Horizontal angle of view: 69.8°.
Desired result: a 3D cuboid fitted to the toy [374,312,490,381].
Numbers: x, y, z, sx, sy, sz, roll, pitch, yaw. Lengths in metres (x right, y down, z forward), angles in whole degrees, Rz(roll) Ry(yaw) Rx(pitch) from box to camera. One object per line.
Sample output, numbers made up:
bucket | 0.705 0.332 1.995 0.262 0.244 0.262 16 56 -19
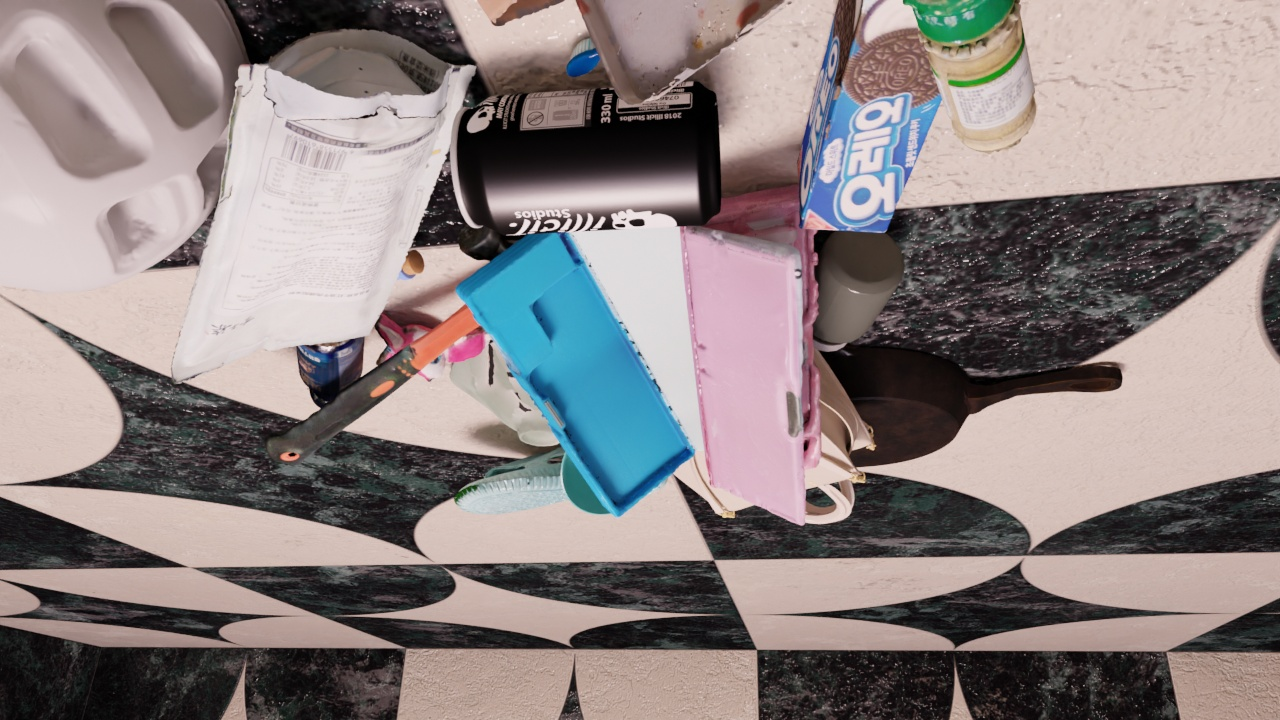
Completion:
toy | -0.184 -0.008 0.807 0.102 0.050 0.066 0 150 -8

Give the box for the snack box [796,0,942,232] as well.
snack box | 0.124 -0.152 0.466 0.059 0.059 0.227 1 154 0

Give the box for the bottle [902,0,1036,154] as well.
bottle | 0.145 -0.132 0.395 0.043 0.042 0.110 -11 152 26

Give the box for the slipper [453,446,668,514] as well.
slipper | -0.085 0.132 1.071 0.275 0.069 0.116 3 158 -39

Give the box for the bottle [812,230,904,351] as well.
bottle | 0.150 -0.049 0.677 0.060 0.060 0.109 4 154 -4

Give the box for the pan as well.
pan | 0.272 0.049 0.891 0.357 0.043 0.249 -7 153 19

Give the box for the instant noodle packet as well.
instant noodle packet | -0.203 -0.081 0.569 0.146 0.057 0.270 -14 156 -40

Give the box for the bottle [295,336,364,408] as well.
bottle | -0.275 -0.001 0.814 0.056 0.056 0.161 9 154 -14

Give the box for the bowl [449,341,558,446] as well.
bowl | -0.096 0.045 0.884 0.174 0.067 0.174 0 155 0

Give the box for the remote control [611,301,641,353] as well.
remote control | -0.009 -0.043 0.747 0.045 0.021 0.140 -9 151 18

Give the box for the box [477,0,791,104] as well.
box | 0.023 -0.191 0.354 0.107 0.095 0.217 -8 168 -46

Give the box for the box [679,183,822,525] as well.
box | 0.086 0.009 0.632 0.099 0.098 0.233 -11 125 -6

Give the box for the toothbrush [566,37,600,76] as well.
toothbrush | 0.010 -0.182 0.466 0.133 0.016 0.021 -22 146 36

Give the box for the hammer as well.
hammer | -0.198 0.006 0.757 0.334 0.033 0.133 -31 143 25

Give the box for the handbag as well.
handbag | 0.115 0.080 0.834 0.195 0.101 0.198 -26 113 44

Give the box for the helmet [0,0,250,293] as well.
helmet | -0.362 -0.148 0.472 0.282 0.183 0.225 30 144 -9

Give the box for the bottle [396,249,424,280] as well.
bottle | -0.220 -0.061 0.694 0.131 0.048 0.048 -11 152 25

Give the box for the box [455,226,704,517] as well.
box | -0.007 -0.004 0.701 0.174 0.063 0.244 -26 125 6

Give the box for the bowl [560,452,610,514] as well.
bowl | -0.039 0.102 0.995 0.121 0.121 0.046 20 -171 -33

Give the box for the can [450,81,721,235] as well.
can | -0.028 -0.115 0.530 0.146 0.080 0.080 -2 154 8
